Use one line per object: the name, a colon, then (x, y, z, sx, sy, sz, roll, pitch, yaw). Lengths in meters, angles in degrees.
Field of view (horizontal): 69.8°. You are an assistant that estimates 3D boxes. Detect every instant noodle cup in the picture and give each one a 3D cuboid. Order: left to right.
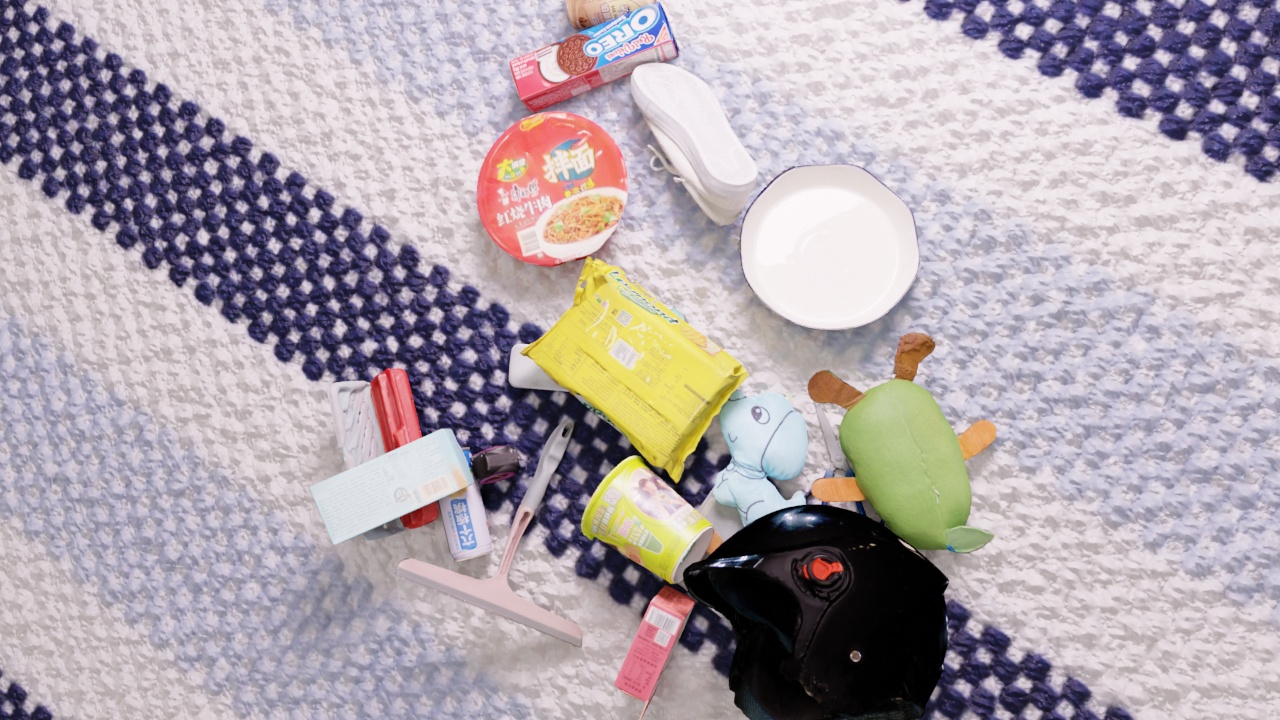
instant noodle cup: (-0.104, -0.206, 1.143, 0.194, 0.066, 0.193, -1, 83, 11)
instant noodle cup: (0.014, 0.189, 1.048, 0.123, 0.111, 0.111, 33, 91, 24)

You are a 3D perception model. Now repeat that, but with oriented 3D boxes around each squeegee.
squeegee: (-0.136, 0.185, 1.111, 0.247, 0.040, 0.249, 29, 72, -21)

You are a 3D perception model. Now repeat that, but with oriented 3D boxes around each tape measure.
tape measure: (-0.179, 0.126, 1.129, 0.057, 0.058, 0.039, -8, 73, -35)

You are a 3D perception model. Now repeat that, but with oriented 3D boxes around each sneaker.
sneaker: (0.060, -0.262, 1.118, 0.089, 0.091, 0.242, -19, 60, -21)

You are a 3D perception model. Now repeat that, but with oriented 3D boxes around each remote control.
remote control: (-0.097, 0.011, 1.144, 0.136, 0.020, 0.056, 4, 85, 11)

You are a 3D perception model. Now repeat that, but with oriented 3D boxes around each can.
can: (-0.222, 0.179, 1.135, 0.053, 0.053, 0.134, -16, 82, 9)
can: (-0.036, -0.458, 1.157, 0.116, 0.058, 0.058, -8, 83, 10)

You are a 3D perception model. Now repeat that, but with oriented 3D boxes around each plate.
plate: (0.219, -0.129, 1.073, 0.205, 0.045, 0.204, -1, 77, 5)

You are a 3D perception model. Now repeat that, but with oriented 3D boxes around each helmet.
helmet: (0.188, 0.262, 0.961, 0.275, 0.234, 0.229, 38, 62, 7)

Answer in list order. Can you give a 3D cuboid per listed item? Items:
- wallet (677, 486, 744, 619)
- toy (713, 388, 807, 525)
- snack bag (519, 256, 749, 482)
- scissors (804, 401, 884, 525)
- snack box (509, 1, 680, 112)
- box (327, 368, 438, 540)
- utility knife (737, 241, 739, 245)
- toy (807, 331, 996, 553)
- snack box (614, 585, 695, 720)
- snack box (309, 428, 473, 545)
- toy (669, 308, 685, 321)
wallet: (0.096, 0.220, 1.080, 0.106, 0.037, 0.130, 36, 92, 11)
toy: (0.143, 0.108, 1.068, 0.161, 0.050, 0.156, 43, 80, 16)
snack bag: (-0.006, 0.006, 1.077, 0.246, 0.068, 0.158, 38, 98, 11)
scissors: (0.237, 0.131, 1.074, 0.163, 0.012, 0.162, 36, 91, 14)
snack box: (-0.057, -0.380, 1.155, 0.208, 0.058, 0.057, -18, 84, 9)
box: (-0.328, 0.118, 1.137, 0.098, 0.095, 0.201, -10, 81, -35)
utility knife: (0.206, -0.112, 1.102, 0.187, 0.013, 0.029, 25, 92, 10)
toy: (0.294, 0.103, 1.027, 0.227, 0.090, 0.246, -20, 85, -2)
snack box: (0.013, 0.330, 1.045, 0.044, 0.113, 0.127, 24, 89, 10)
snack box: (-0.290, 0.147, 1.078, 0.175, 0.051, 0.074, -24, 86, -4)
toy: (0.042, -0.019, 1.118, 0.096, 0.030, 0.092, -12, 87, 2)
